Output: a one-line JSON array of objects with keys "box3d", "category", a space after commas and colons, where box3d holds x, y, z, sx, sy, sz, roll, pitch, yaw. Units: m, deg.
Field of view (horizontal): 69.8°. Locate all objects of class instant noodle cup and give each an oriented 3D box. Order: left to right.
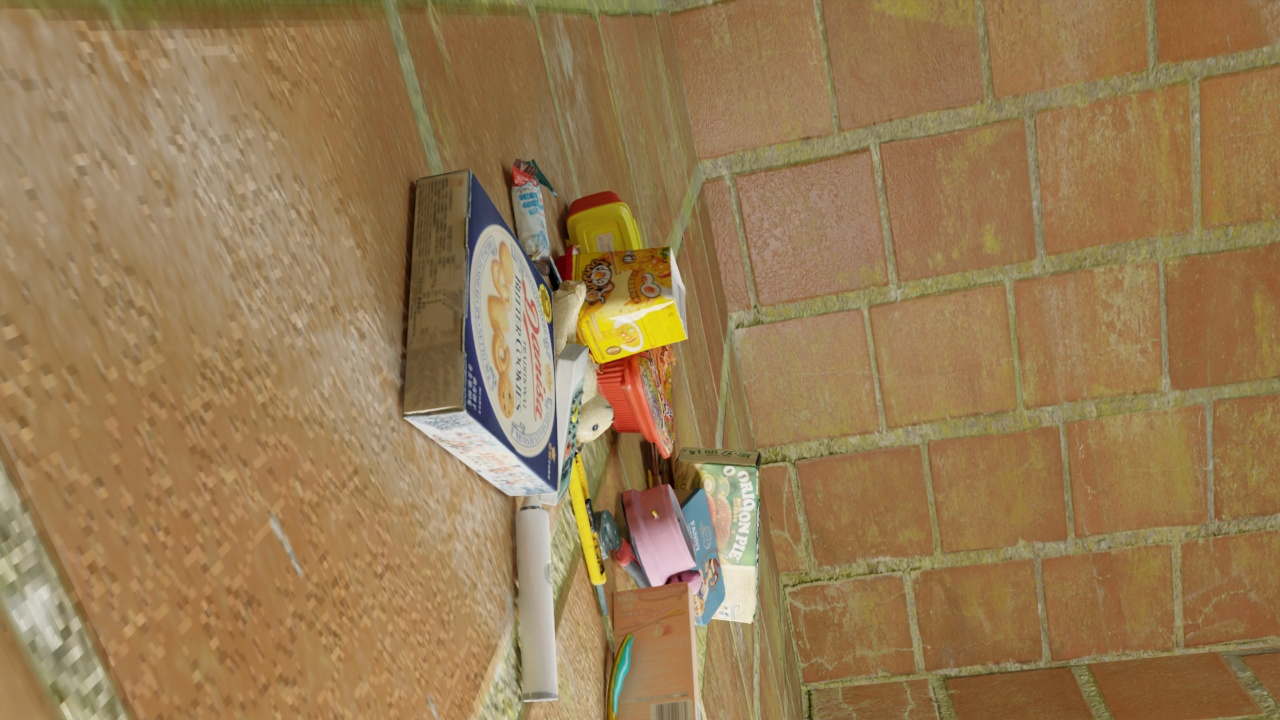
[{"box3d": [-0.018, -0.060, 0.970, 0.116, 0.124, 0.116, 67, 17, -52], "category": "instant noodle cup"}, {"box3d": [-0.007, 0.006, 1.095, 0.165, 0.079, 0.188, 70, 16, -45], "category": "instant noodle cup"}]

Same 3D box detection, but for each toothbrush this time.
[{"box3d": [-0.083, 0.147, 0.711, 0.027, 0.026, 0.220, 84, 1, -69], "category": "toothbrush"}]

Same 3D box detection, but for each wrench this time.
[{"box3d": [-0.012, 0.228, 1.037, 0.273, 0.016, 0.056, 63, 20, -58], "category": "wrench"}]

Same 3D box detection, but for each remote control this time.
[{"box3d": [-0.065, 0.054, 0.788, 0.056, 0.019, 0.135, -54, 154, -75], "category": "remote control"}]

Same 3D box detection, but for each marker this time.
[{"box3d": [-0.081, -0.070, 0.898, 0.018, 0.015, 0.124, -31, 99, -81], "category": "marker"}]

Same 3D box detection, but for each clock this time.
[{"box3d": [0.030, 0.218, 1.085, 0.117, 0.060, 0.158, -102, 173, -65], "category": "clock"}]

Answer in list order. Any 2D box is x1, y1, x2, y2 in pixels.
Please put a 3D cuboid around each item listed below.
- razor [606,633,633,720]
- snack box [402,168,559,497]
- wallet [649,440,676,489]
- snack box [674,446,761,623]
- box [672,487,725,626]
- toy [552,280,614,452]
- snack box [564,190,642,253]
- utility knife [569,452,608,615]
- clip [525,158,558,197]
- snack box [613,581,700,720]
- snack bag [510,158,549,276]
[{"box3d": [-0.018, 0.328, 0.886, 0.043, 0.028, 0.132, 105, -10, -53], "category": "razor"}, {"box3d": [-0.109, -0.012, 0.664, 0.182, 0.046, 0.177, 59, 24, -62], "category": "snack box"}, {"box3d": [0.034, 0.170, 1.290, 0.107, 0.031, 0.132, -5, 89, -79], "category": "wallet"}, {"box3d": [0.107, 0.242, 1.276, 0.063, 0.114, 0.240, -52, 143, -70], "category": "snack box"}, {"box3d": [0.057, 0.252, 1.206, 0.089, 0.063, 0.184, -38, 122, -57], "category": "box"}, {"box3d": [-0.061, 0.004, 0.844, 0.105, 0.066, 0.157, -58, 145, -66], "category": "toy"}, {"box3d": [-0.045, -0.143, 1.047, 0.080, 0.082, 0.091, -108, -178, -59], "category": "snack box"}, {"box3d": [-0.049, 0.167, 0.898, 0.033, 0.015, 0.190, -53, 132, -72], "category": "utility knife"}, {"box3d": [-0.102, -0.177, 0.907, 0.013, 0.034, 0.055, 63, 4, -60], "category": "clip"}, {"box3d": [0.015, 0.307, 0.930, 0.026, 0.084, 0.157, 62, 21, -50], "category": "snack box"}, {"box3d": [-0.103, -0.132, 0.854, 0.048, 0.026, 0.104, 1, 79, -67], "category": "snack bag"}]
